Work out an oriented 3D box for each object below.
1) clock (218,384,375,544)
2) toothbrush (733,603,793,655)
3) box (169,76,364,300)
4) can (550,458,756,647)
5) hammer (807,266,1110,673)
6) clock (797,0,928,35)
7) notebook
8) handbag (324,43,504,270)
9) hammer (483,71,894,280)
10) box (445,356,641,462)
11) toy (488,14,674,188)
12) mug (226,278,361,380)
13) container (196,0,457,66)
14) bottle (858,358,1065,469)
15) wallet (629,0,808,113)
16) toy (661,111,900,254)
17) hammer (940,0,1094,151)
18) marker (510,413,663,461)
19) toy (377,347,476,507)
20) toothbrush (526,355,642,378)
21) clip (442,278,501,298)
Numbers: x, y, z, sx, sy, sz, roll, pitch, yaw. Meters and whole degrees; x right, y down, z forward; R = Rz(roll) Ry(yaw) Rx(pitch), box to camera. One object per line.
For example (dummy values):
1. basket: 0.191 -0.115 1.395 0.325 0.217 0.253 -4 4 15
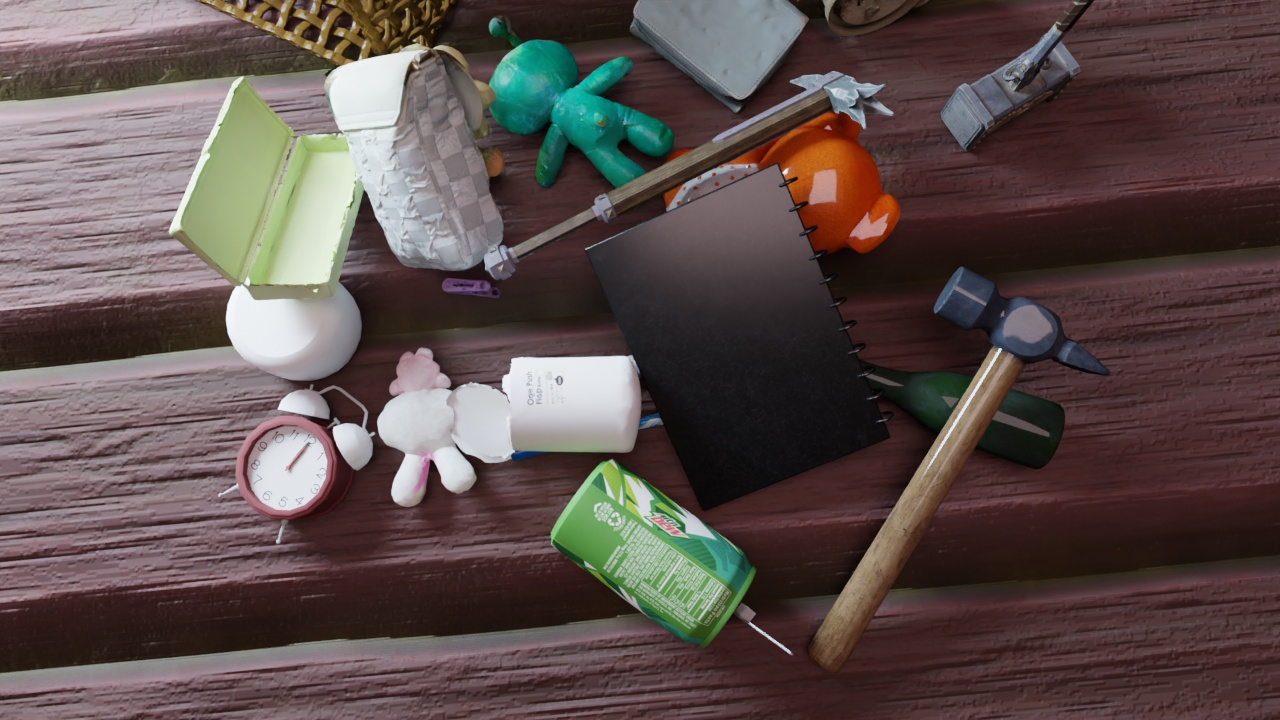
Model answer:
1. clock: -0.275 0.079 0.749 0.087 0.044 0.124 36 85 7
2. toothbrush: 0.087 0.188 0.650 0.010 0.182 0.010 40 81 2
3. box: -0.289 -0.132 0.735 0.133 0.061 0.187 22 45 -28
4. can: 0.010 0.148 0.708 0.144 0.083 0.083 35 83 7
5. hammer: 0.219 0.100 0.698 0.129 0.040 0.322 29 98 6
6. clock: 0.210 -0.329 0.783 0.140 0.093 0.054 -12 72 -26
7. notebook: 0.081 -0.015 0.717 0.169 0.019 0.231 -23 99 8
8. handbag: -0.166 -0.163 0.742 0.113 0.123 0.172 6 122 36
9. hammer: 0.020 -0.144 0.716 0.317 0.147 0.028 -27 118 0
10. box: -0.080 0.039 0.727 0.160 0.092 0.081 1 64 -1
11. toy: -0.063 -0.214 0.773 0.193 0.072 0.130 34 92 8
12. mug: -0.282 -0.042 0.756 0.094 0.068 0.115 10 81 3
13. container: -0.273 -0.399 0.736 0.251 0.219 0.214 26 82 6
14. bottle: 0.242 0.033 0.735 0.174 0.055 0.055 19 82 8
15. wallet: 0.067 -0.290 0.794 0.131 0.054 0.100 40 93 6
16. toy: 0.112 -0.124 0.752 0.173 0.093 0.163 -22 78 11
17. hammer: 0.306 -0.247 0.640 0.098 0.322 0.044 -31 81 -4
18. marker: -0.038 0.062 0.760 0.142 0.013 0.013 -13 81 0
19. toy: -0.176 0.053 0.753 0.076 0.037 0.125 -14 78 3
20. toothbrush: -0.005 0.004 0.763 0.185 0.022 0.024 -3 99 3
21. clip: -0.143 -0.062 0.775 0.050 0.045 0.014 11 83 -10
